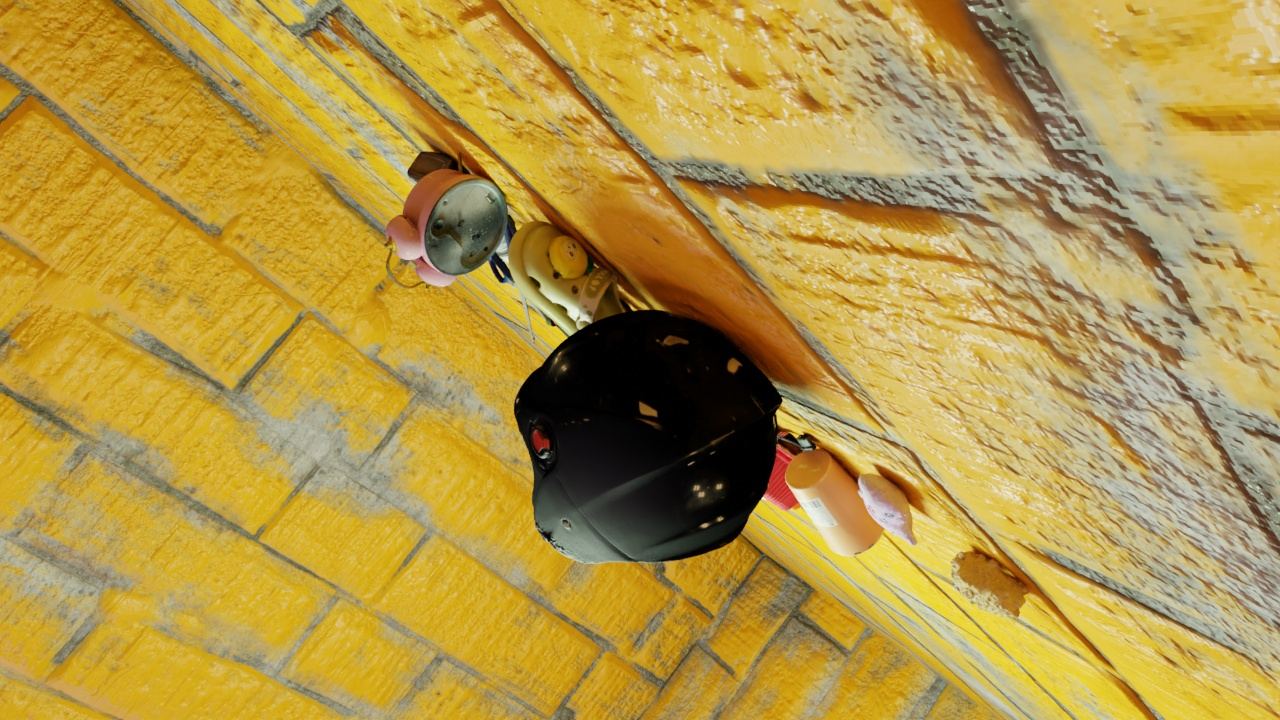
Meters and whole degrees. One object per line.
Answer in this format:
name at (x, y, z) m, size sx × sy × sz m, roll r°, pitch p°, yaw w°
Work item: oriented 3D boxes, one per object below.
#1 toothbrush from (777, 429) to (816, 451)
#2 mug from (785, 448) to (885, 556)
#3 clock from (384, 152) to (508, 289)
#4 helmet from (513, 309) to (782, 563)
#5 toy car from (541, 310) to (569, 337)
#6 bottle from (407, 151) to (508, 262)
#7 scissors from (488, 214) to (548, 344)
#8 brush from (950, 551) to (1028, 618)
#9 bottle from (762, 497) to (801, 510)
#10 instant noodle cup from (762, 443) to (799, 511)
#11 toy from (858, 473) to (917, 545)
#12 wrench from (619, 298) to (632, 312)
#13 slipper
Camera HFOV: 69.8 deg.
toothbrush at (0.168, 0.087, 1.108) m, size 0.018 × 0.014 × 0.189 m, roll 57°, pitch 170°, yaw -11°
mug at (0.221, 0.161, 1.061) m, size 0.123 × 0.078 × 0.078 m, roll 48°, pitch 169°, yaw -30°
clock at (-0.226, -0.147, 1.045) m, size 0.060 × 0.158 × 0.117 m, roll 31°, pitch 169°, yaw 32°
helmet at (0.009, 0.060, 0.902) m, size 0.274 × 0.232 × 0.231 m, roll 45°, pitch 131°, yaw 19°
toy car at (-0.067, -0.034, 1.156) m, size 0.071 × 0.041 × 0.156 m, roll 21°, pitch 166°, yaw 32°
bottle at (-0.210, -0.188, 1.162) m, size 0.080 × 0.044 × 0.195 m, roll 22°, pitch 165°, yaw 35°
scissors at (-0.155, -0.101, 1.140) m, size 0.162 × 0.012 × 0.173 m, roll 28°, pitch 134°, yaw 56°
brush at (0.373, 0.251, 1.017) m, size 0.083 × 0.046 × 0.254 m, roll 32°, pitch 175°, yaw 19°
bottle at (0.187, 0.170, 1.306) m, size 0.108 × 0.063 × 0.063 m, roll 33°, pitch 171°, yaw 39°
instant noodle cup at (0.152, 0.134, 1.200) m, size 0.194 × 0.066 × 0.194 m, roll 36°, pitch 176°, yaw 2°
toy at (0.253, 0.148, 0.952) m, size 0.084 × 0.039 × 0.108 m, roll 45°, pitch 178°, yaw 31°
wrench at (-0.034, -0.060, 1.087) m, size 0.273 × 0.056 × 0.016 m, roll 44°, pitch 139°, yaw -9°
slipper at (-0.059, -0.079, 1.001) m, size 0.082 × 0.091 × 0.190 m, roll -17°, pitch 125°, yaw 39°
